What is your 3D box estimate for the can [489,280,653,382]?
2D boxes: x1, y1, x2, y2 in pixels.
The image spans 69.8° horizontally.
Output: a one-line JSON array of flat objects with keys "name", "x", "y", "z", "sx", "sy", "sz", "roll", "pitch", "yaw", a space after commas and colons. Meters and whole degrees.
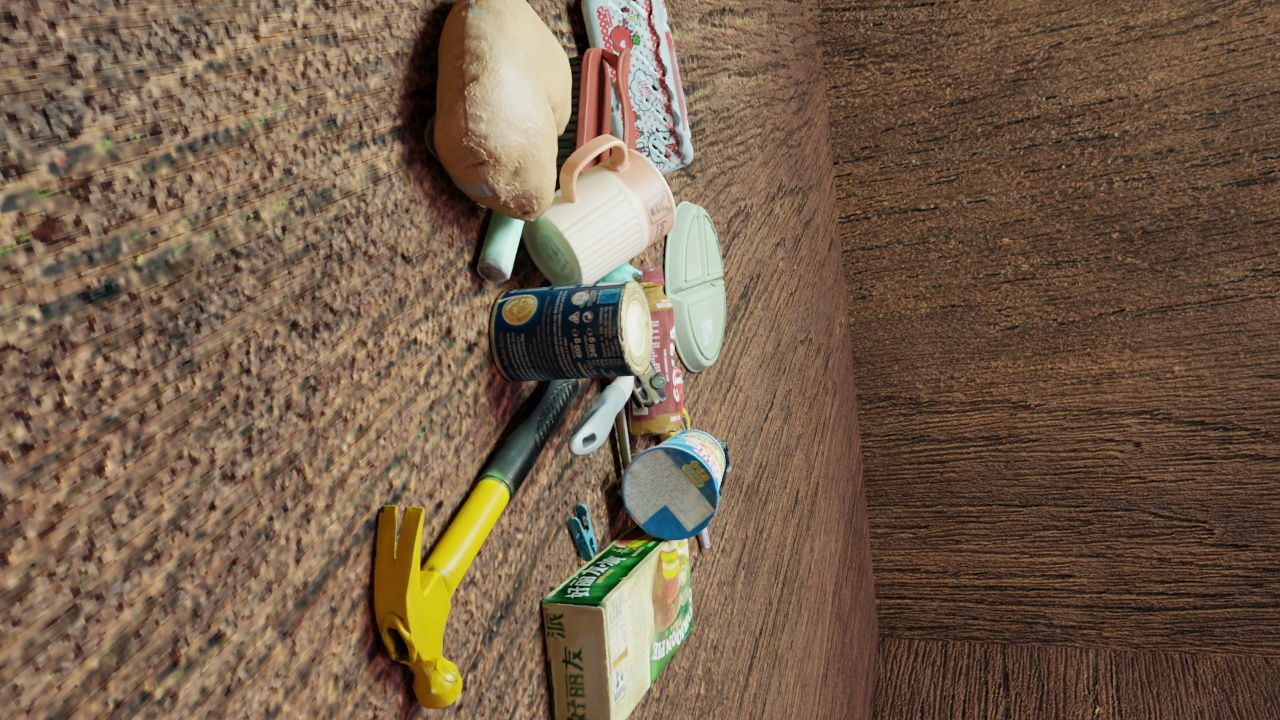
[{"name": "can", "x": -0.052, "y": -0.022, "z": 0.722, "sx": 0.075, "sy": 0.111, "sz": 0.075, "roll": -2, "pitch": 90, "yaw": -70}]

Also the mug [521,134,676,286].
[{"name": "mug", "x": -0.036, "y": -0.126, "z": 0.754, "sx": 0.105, "sy": 0.082, "sz": 0.115, "roll": -38, "pitch": 146, "yaw": -25}]

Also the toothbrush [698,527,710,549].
[{"name": "toothbrush", "x": 0.067, "y": 0.175, "z": 1.173, "sx": 0.029, "sy": 0.021, "sz": 0.189, "roll": -32, "pitch": 128, "yaw": -24}]

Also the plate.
[{"name": "plate", "x": 0.078, "y": -0.099, "z": 1.229, "sx": 0.230, "sy": 0.027, "sz": 0.230, "roll": -2, "pitch": 90, "yaw": -70}]

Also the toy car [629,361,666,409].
[{"name": "toy car", "x": -0.006, "y": 0.005, "z": 0.921, "sx": 0.090, "sy": 0.035, "sz": 0.042, "roll": 64, "pitch": -18, "yaw": 2}]

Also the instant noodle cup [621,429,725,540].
[{"name": "instant noodle cup", "x": 0.042, "y": 0.118, "z": 0.944, "sx": 0.109, "sy": 0.099, "sz": 0.099, "roll": -38, "pitch": 123, "yaw": -69}]

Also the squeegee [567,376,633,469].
[{"name": "squeegee", "x": -0.028, "y": 0.029, "z": 0.809, "sx": 0.246, "sy": 0.039, "sz": 0.247, "roll": -74, "pitch": 157, "yaw": -72}]

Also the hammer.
[{"name": "hammer", "x": -0.107, "y": 0.095, "z": 0.671, "sx": 0.299, "sy": 0.033, "sz": 0.129, "roll": -62, "pitch": 145, "yaw": -55}]

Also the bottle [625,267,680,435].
[{"name": "bottle", "x": 0.009, "y": -0.010, "z": 0.974, "sx": 0.057, "sy": 0.057, "sz": 0.175, "roll": -11, "pitch": 98, "yaw": -70}]

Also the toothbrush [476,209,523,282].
[{"name": "toothbrush", "x": -0.095, "y": -0.158, "z": 0.744, "sx": 0.026, "sy": 0.027, "sz": 0.224, "roll": 46, "pitch": 43, "yaw": -46}]

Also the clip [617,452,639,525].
[{"name": "clip", "x": 0.006, "y": 0.154, "z": 0.983, "sx": 0.063, "sy": 0.034, "sz": 0.098, "roll": -71, "pitch": 146, "yaw": -45}]

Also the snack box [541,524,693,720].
[{"name": "snack box", "x": -0.013, "y": 0.241, "z": 0.870, "sx": 0.239, "sy": 0.063, "sz": 0.114, "roll": -20, "pitch": 106, "yaw": -70}]

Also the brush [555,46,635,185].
[{"name": "brush", "x": -0.039, "y": -0.223, "z": 0.850, "sx": 0.063, "sy": 0.069, "sz": 0.145, "roll": 37, "pitch": 53, "yaw": -66}]

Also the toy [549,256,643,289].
[{"name": "toy", "x": -0.038, "y": -0.066, "z": 0.799, "sx": 0.096, "sy": 0.092, "sz": 0.030, "roll": -72, "pitch": 152, "yaw": -52}]

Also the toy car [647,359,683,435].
[{"name": "toy car", "x": 0.023, "y": 0.024, "z": 1.031, "sx": 0.052, "sy": 0.045, "sz": 0.120, "roll": -9, "pitch": 93, "yaw": -72}]

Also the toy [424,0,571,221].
[{"name": "toy", "x": -0.096, "y": -0.215, "z": 0.686, "sx": 0.143, "sy": 0.082, "sz": 0.225, "roll": 67, "pitch": 24, "yaw": -53}]

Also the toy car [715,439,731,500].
[{"name": "toy car", "x": 0.100, "y": 0.149, "z": 1.246, "sx": 0.105, "sy": 0.031, "sz": 0.049, "roll": -61, "pitch": 144, "yaw": -54}]

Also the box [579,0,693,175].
[{"name": "box", "x": -0.001, "y": -0.282, "z": 0.932, "sx": 0.068, "sy": 0.091, "sz": 0.201, "roll": -79, "pitch": 158, "yaw": -54}]

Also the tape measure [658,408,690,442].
[{"name": "tape measure", "x": 0.038, "y": 0.083, "z": 1.087, "sx": 0.060, "sy": 0.029, "sz": 0.057, "roll": 67, "pitch": 29, "yaw": -44}]

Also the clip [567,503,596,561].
[{"name": "clip", "x": -0.052, "y": 0.159, "z": 0.843, "sx": 0.041, "sy": 0.014, "sz": 0.056, "roll": -62, "pitch": 145, "yaw": -54}]
